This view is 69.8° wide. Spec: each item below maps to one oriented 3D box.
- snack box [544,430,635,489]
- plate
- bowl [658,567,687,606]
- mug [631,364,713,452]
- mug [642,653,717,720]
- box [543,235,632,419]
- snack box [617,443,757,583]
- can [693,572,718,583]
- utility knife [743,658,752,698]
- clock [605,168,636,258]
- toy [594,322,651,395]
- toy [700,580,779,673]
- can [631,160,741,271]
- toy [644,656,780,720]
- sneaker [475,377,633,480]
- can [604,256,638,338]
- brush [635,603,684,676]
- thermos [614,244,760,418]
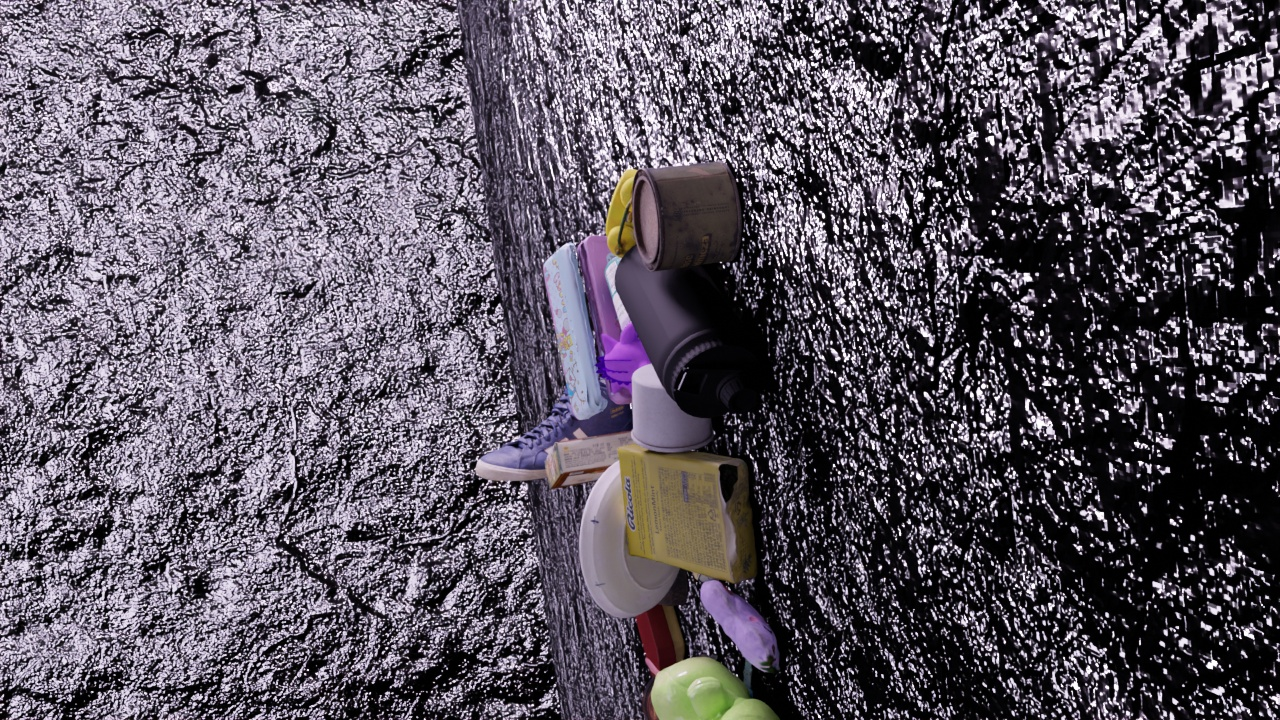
[{"bbox_3d":[-0.040,0.121,1.144,0.147,0.143,0.041,127,133,-72],"label":"snack box"},{"bbox_3d":[0.003,0.200,1.039,0.034,0.181,0.182,-2,98,38],"label":"plate"},{"bbox_3d":[0.016,0.262,1.191,0.121,0.056,0.121,171,91,-77],"label":"bowl"},{"bbox_3d":[0.029,0.041,0.940,0.113,0.084,0.070,-120,27,-68],"label":"mug"},{"bbox_3d":[0.058,0.399,1.091,0.107,0.080,0.115,152,135,-75],"label":"mug"},{"bbox_3d":[-0.047,-0.039,1.127,0.091,0.090,0.214,-33,65,53],"label":"box"},{"bbox_3d":[0.047,0.149,0.921,0.181,0.045,0.121,0,98,55],"label":"snack box"},{"bbox_3d":[0.065,0.195,0.980,0.038,0.038,0.079,96,160,-47],"label":"can"},{"bbox_3d":[0.110,0.356,0.953,0.022,0.015,0.167,32,133,41],"label":"utility knife"},{"bbox_3d":[0.000,-0.145,0.906,0.118,0.057,0.083,-58,-14,-67],"label":"clock"},{"bbox_3d":[-0.006,0.006,1.018,0.088,0.055,0.106,4,112,38],"label":"toy"},{"bbox_3d":[0.096,0.248,0.858,0.099,0.036,0.080,46,171,32],"label":"toy"},{"bbox_3d":[0.038,-0.127,0.804,0.090,0.074,0.090,171,91,-76],"label":"can"},{"bbox_3d":[0.077,0.359,0.896,0.150,0.107,0.197,63,173,-17],"label":"toy"},{"bbox_3d":[-0.110,0.082,1.244,0.091,0.232,0.118,-150,57,-60],"label":"sneaker"},{"bbox_3d":[-0.005,-0.073,1.060,0.055,0.055,0.101,101,157,-55],"label":"can"},{"bbox_3d":[0.021,0.347,1.255,0.082,0.041,0.173,99,158,-52],"label":"brush"},{"bbox_3d":[0.043,-0.026,0.824,0.198,0.086,0.086,-115,21,-50],"label":"thermos"}]
